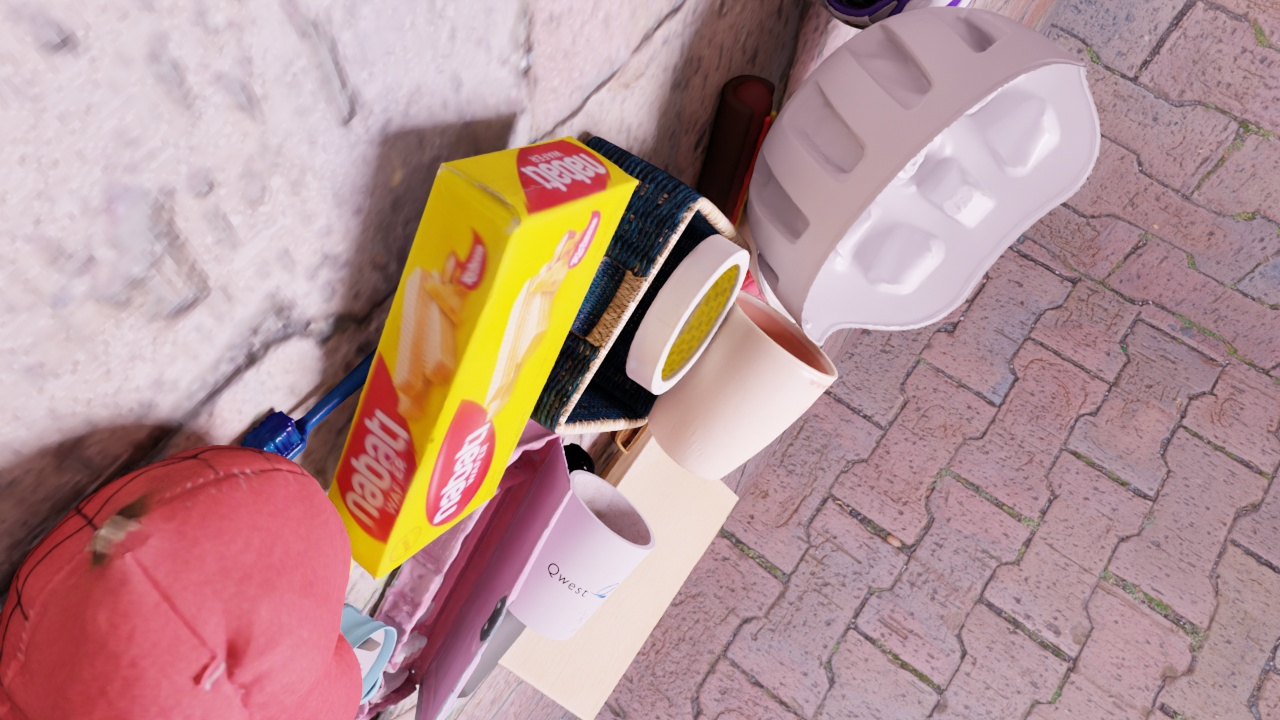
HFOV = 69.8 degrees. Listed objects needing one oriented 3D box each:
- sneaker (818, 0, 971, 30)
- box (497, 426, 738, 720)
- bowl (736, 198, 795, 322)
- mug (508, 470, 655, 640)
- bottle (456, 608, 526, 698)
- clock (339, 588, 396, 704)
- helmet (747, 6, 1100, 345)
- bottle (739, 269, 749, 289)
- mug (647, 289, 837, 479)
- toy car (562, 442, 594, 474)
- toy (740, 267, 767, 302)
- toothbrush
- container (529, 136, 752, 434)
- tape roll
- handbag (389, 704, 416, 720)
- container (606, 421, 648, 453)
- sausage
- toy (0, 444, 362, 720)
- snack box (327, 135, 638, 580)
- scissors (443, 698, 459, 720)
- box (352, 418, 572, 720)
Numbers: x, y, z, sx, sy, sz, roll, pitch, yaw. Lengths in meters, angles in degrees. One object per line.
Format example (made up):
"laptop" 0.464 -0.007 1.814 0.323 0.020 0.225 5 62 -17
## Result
"sneaker" 0.170 -0.262 0.625 0.111 0.092 0.244 -55 162 -1
"box" -0.025 0.198 0.864 0.248 0.142 0.179 -54 175 -16
"bowl" 0.115 -0.122 0.740 0.176 0.058 0.177 -23 119 -49
"mug" -0.065 0.137 0.689 0.096 0.119 0.083 -49 -156 12
"bottle" -0.127 0.211 0.735 0.108 0.060 0.060 -47 163 -32
"clock" -0.186 0.197 0.549 0.087 0.042 0.123 -33 152 -57
"helmet" 0.172 -0.114 0.590 0.225 0.184 0.281 -57 169 29
"bottle" 0.039 -0.032 0.772 0.134 0.048 0.071 -58 164 3
"mug" 0.058 0.014 0.600 0.104 0.085 0.111 -51 -162 18
"toy car" -0.070 0.109 0.743 0.036 0.042 0.092 8 117 -46
"toy" 0.094 -0.050 0.898 0.133 0.062 0.092 -51 163 30
"toothbrush" -0.100 -0.019 0.408 0.189 0.016 0.017 -48 157 -30
"container" -0.012 -0.036 0.548 0.145 0.071 0.187 -58 166 6
"tape roll" 0.027 -0.025 0.507 0.093 0.019 0.094 -52 166 -19
"handbag" -0.241 0.363 0.663 0.198 0.101 0.194 -46 167 7
"container" -0.004 0.004 0.682 0.114 0.061 0.063 -54 165 -8
"sausage" 0.063 -0.132 0.649 0.040 0.040 0.156 -47 163 -33
"toy" -0.162 0.113 0.346 0.147 0.099 0.217 -56 173 -34
"snack box" -0.076 0.002 0.408 0.092 0.042 0.201 -34 156 -57
"scissors" -0.212 0.359 0.887 0.131 0.018 0.109 -56 163 -6
"box" -0.113 0.155 0.620 0.233 0.080 0.099 -60 165 12
